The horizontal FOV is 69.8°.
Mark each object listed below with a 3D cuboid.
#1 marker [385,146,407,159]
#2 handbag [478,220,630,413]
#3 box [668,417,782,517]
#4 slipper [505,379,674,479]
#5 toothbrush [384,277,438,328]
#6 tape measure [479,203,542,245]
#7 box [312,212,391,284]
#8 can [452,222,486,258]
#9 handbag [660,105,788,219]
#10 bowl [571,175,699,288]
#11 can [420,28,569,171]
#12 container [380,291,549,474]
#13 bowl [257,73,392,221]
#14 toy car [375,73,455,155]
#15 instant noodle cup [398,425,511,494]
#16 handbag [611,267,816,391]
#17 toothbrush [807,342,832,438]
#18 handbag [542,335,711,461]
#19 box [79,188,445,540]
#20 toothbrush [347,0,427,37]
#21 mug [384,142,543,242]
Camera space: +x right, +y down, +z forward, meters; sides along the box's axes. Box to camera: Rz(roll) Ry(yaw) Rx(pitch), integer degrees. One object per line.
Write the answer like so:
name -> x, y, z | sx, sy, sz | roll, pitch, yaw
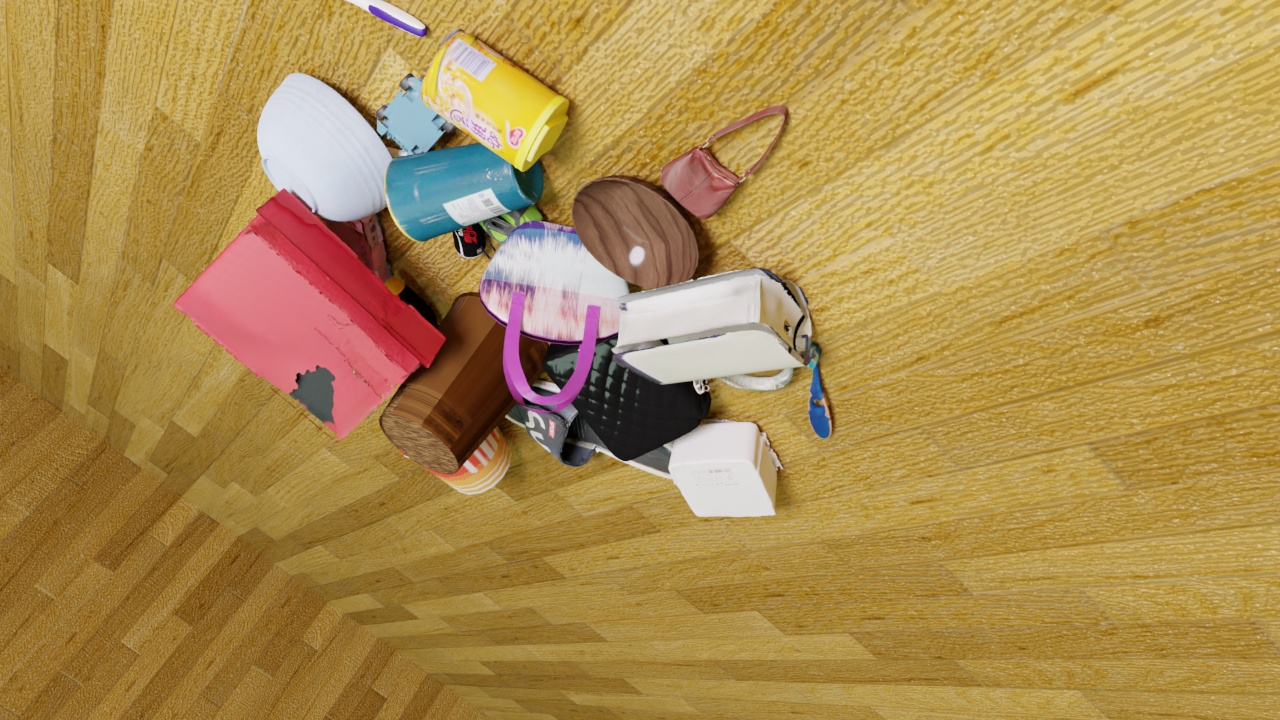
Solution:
marker -> -0.205, -0.188, 0.872 | 0.134, 0.017, 0.020 | 17, 108, 22
handbag -> -0.080, -0.034, 0.817 | 0.144, 0.169, 0.068 | 10, 150, -9
box -> 0.096, 0.099, 0.986 | 0.103, 0.101, 0.108 | -7, 139, 22
slipper -> -0.068, 0.091, 1.090 | 0.264, 0.063, 0.111 | 15, 144, 20
toothbrush -> -0.242, -0.028, 1.107 | 0.031, 0.031, 0.197 | -11, 133, 30
tape measure -> -0.126, -0.133, 0.860 | 0.058, 0.035, 0.066 | 36, 148, -5
box -> -0.338, -0.101, 1.056 | 0.084, 0.063, 0.231 | 25, 147, 9
can -> -0.170, -0.137, 0.895 | 0.031, 0.031, 0.081 | 23, 147, 14
handbag -> 0.068, -0.153, 0.685 | 0.055, 0.029, 0.120 | 39, 142, -15
bowl -> 0.001, -0.115, 0.780 | 0.119, 0.032, 0.119 | 22, 146, 15
can -> -0.115, -0.205, 0.726 | 0.105, 0.067, 0.068 | 34, 148, -2
container -> -0.198, 0.029, 1.015 | 0.132, 0.166, 0.132 | 22, 146, 15
bowl -> -0.310, -0.189, 0.880 | 0.150, 0.074, 0.151 | 32, 154, 17
toy car -> -0.193, -0.218, 0.809 | 0.060, 0.027, 0.108 | 43, 148, -17
instant noodle cup -> -0.239, 0.106, 1.209 | 0.124, 0.123, 0.121 | 10, 149, 31
handbag -> 0.078, -0.018, 0.808 | 0.152, 0.074, 0.176 | -10, 154, 33
toothbrush -> 0.166, 0.034, 0.856 | 0.021, 0.017, 0.135 | 12, 142, 26
handbag -> -0.006, 0.006, 0.924 | 0.125, 0.114, 0.154 | -21, 120, 24
box -> -0.290, -0.027, 0.805 | 0.213, 0.128, 0.425 | 46, -177, -19
toothbrush -> -0.256, -0.308, 0.755 | 0.187, 0.015, 0.016 | 26, 142, 9
mug -> -0.151, -0.153, 0.801 | 0.121, 0.078, 0.078 | -9, 132, 22
